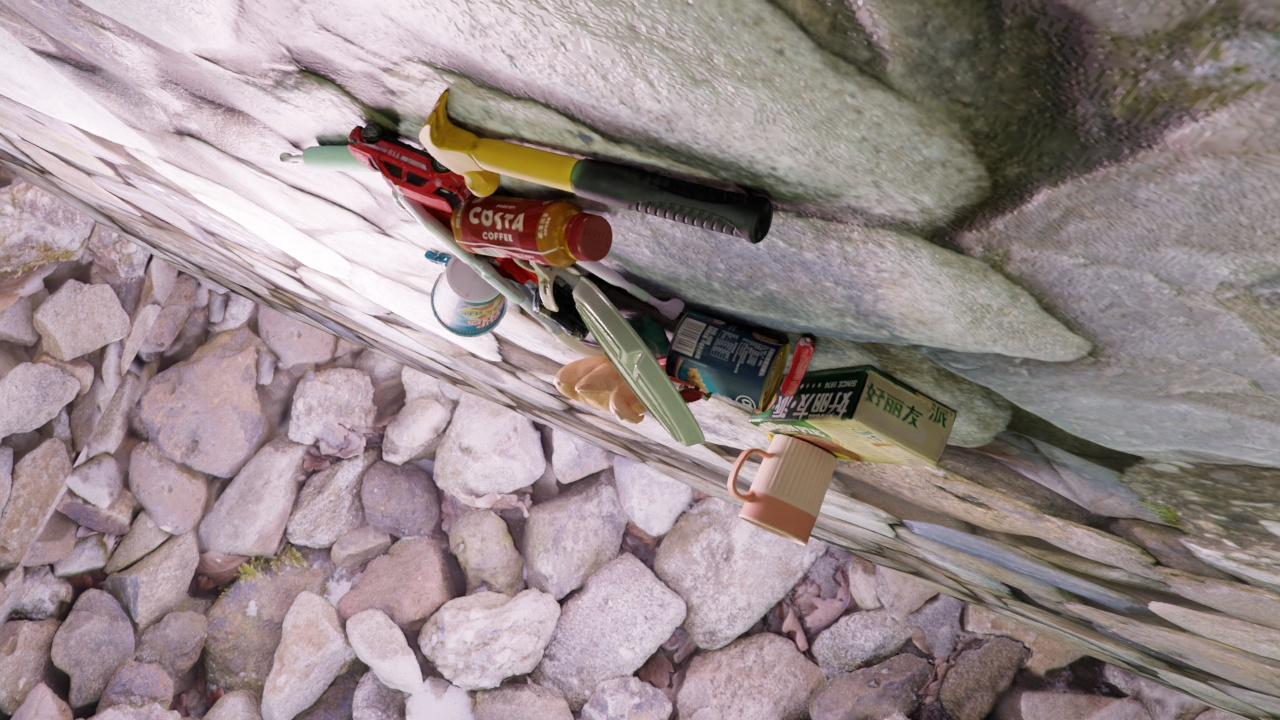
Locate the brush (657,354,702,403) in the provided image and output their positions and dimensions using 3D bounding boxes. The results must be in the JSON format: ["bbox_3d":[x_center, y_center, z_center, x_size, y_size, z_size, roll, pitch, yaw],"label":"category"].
[{"bbox_3d":[0.052,0.017,1.122,0.063,0.069,0.146,28,168,-16],"label":"brush"}]

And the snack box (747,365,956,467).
[{"bbox_3d":[0.222,0.064,1.004,0.114,0.063,0.240,27,169,-14],"label":"snack box"}]

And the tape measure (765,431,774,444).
[{"bbox_3d":[0.190,0.086,1.187,0.060,0.057,0.029,-17,163,0],"label":"tape measure"}]

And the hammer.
[{"bbox_3d":[-0.044,-0.138,0.689,0.301,0.032,0.129,19,169,26],"label":"hammer"}]

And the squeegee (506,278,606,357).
[{"bbox_3d":[-0.103,-0.044,1.240,0.247,0.039,0.246,14,165,41],"label":"squeegee"}]

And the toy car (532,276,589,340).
[{"bbox_3d":[-0.093,-0.063,1.103,0.031,0.049,0.105,11,163,39],"label":"toy car"}]

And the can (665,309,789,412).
[{"bbox_3d":[0.088,-0.001,0.946,0.111,0.075,0.075,21,169,17],"label":"can"}]

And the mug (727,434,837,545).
[{"bbox_3d":[0.158,0.142,1.057,0.114,0.105,0.082,26,170,-12],"label":"mug"}]

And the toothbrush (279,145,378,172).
[{"bbox_3d":[-0.326,-0.210,0.955,0.027,0.026,0.225,3,-173,-45],"label":"toothbrush"}]

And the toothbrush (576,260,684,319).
[{"bbox_3d":[-0.040,-0.094,0.927,0.189,0.021,0.029,29,130,-17],"label":"toothbrush"}]

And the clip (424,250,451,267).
[{"bbox_3d":[-0.263,-0.133,1.222,0.056,0.014,0.041,17,167,24],"label":"clip"}]

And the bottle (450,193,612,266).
[{"bbox_3d":[-0.099,-0.118,0.831,0.175,0.057,0.057,14,165,42],"label":"bottle"}]

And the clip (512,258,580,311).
[{"bbox_3d":[-0.100,-0.103,0.971,0.034,0.064,0.098,15,159,37],"label":"clip"}]

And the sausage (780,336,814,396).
[{"bbox_3d":[0.161,0.008,0.941,0.020,0.020,0.156,22,161,9],"label":"sausage"}]

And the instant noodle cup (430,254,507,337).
[{"bbox_3d":[-0.207,-0.089,1.125,0.099,0.099,0.110,25,162,-8],"label":"instant noodle cup"}]

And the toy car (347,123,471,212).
[{"bbox_3d":[-0.212,-0.175,0.839,0.120,0.045,0.053,25,168,5],"label":"toy car"}]

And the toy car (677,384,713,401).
[{"bbox_3d":[0.078,0.029,1.198,0.035,0.042,0.091,49,159,-10],"label":"toy car"}]

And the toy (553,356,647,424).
[{"bbox_3d":[-0.028,0.042,1.289,0.143,0.082,0.226,-8,-168,-24],"label":"toy"}]

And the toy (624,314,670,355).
[{"bbox_3d":[0.004,-0.028,1.106,0.092,0.030,0.096,17,151,48],"label":"toy"}]

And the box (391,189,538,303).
[{"bbox_3d":[-0.185,-0.122,0.968,0.091,0.068,0.201,19,169,27],"label":"box"}]

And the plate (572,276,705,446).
[{"bbox_3d":[-0.006,0.006,1.020,0.230,0.027,0.230,54,174,7],"label":"plate"}]
